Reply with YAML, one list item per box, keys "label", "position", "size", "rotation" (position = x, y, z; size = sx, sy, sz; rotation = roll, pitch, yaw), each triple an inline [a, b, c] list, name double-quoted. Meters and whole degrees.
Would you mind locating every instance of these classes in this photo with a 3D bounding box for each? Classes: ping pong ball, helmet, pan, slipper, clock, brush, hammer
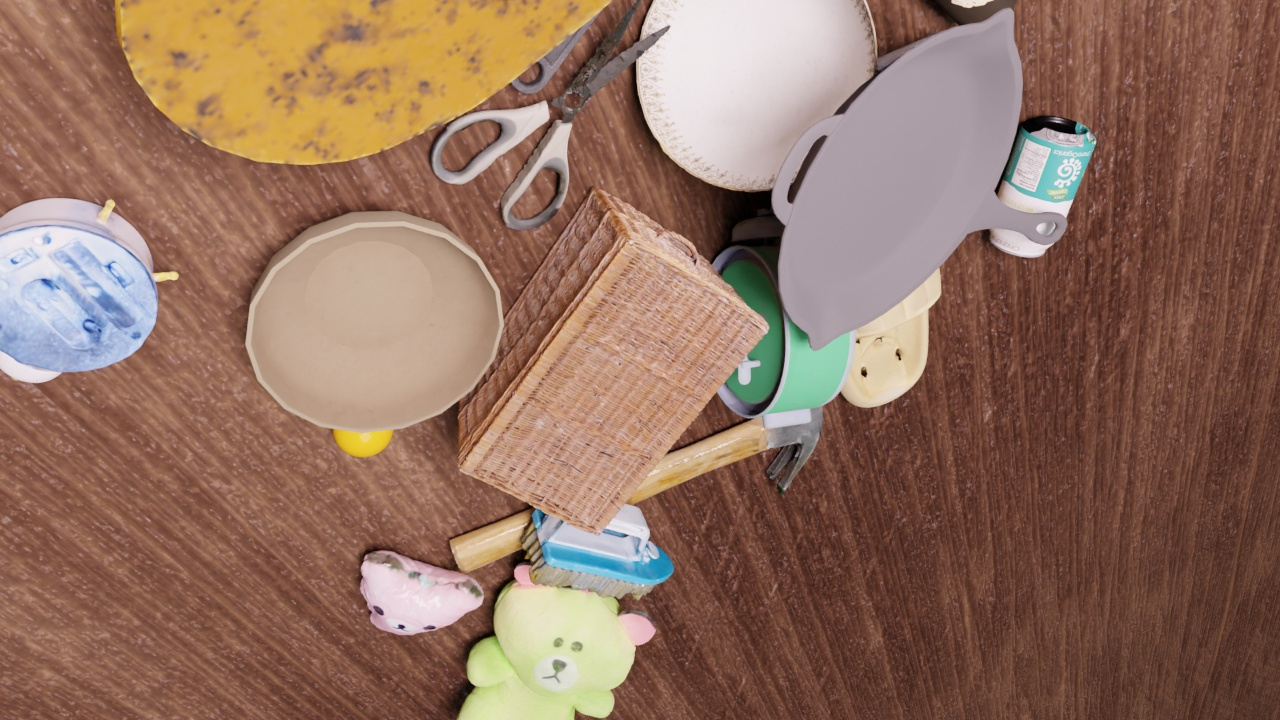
- label: "ping pong ball"
  position: [-0.190, 0.046, 0.629]
  size: [0.040, 0.040, 0.040]
  rotation: [-13, 129, -17]
- label: "helmet"
  position: [-0.119, -0.215, 0.403]
  size: [0.255, 0.131, 0.205]
  rotation: [-32, 163, -8]
- label: "pan"
  position: [0.192, -0.103, 0.581]
  size: [0.353, 0.024, 0.217]
  rotation: [0, 125, -45]
- label: "slipper"
  position: [0.193, -0.049, 0.718]
  size: [0.111, 0.079, 0.262]
  rotation: [-28, 132, -8]
- label: "clock"
  position: [-0.324, -0.035, 0.496]
  size: [0.125, 0.052, 0.089]
  rotation: [-28, 132, -4]
- label: "clock"
  position: [0.094, -0.040, 0.648]
  size: [0.075, 0.122, 0.162]
  rotation: [-6, 121, -23]
- label: "brush"
  position: [-0.023, 0.150, 0.739]
  size: [0.135, 0.055, 0.075]
  rotation: [22, 118, -35]
- label: "hammer"
  position: [0.002, 0.103, 0.773]
  size: [0.330, 0.033, 0.132]
  rotation: [-21, 132, -9]

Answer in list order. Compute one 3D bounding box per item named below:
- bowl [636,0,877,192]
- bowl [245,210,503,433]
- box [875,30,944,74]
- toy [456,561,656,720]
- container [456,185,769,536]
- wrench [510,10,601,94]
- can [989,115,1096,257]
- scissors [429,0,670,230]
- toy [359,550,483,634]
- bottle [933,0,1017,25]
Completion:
- label: "bowl"
  position: [0.075, -0.176, 0.552]
  size: [0.145, 0.145, 0.063]
  rotation: [-61, 163, 23]
- label: "bowl"
  position: [-0.166, -0.030, 0.575]
  size: [0.152, 0.050, 0.153]
  rotation: [-13, 129, -17]
- label: "box"
  position: [0.148, -0.168, 0.612]
  size: [0.146, 0.136, 0.084]
  rotation: [-31, 131, -35]
- label: "toy"
  position: [-0.079, 0.264, 0.815]
  size: [0.150, 0.107, 0.197]
  rotation: [26, 103, -13]
- label: "container"
  position: [-0.029, -0.002, 0.611]
  size: [0.113, 0.112, 0.199]
  rotation: [29, 109, -28]
- label: "wrench"
  position: [0.014, -0.261, 0.511]
  size: [0.073, 0.018, 0.274]
  rotation: [29, 110, -39]
- label: "can"
  position: [0.313, -0.136, 0.722]
  size: [0.054, 0.055, 0.102]
  rotation: [-8, 127, -21]
- label: "scissors"
  position: [-0.049, -0.143, 0.562]
  size: [0.164, 0.012, 0.150]
  rotation: [-17, 135, -7]
- label: "toy"
  position: [-0.185, 0.193, 0.736]
  size: [0.099, 0.052, 0.096]
  rotation: [23, 129, -18]
- label: "bottle"
  position: [0.163, -0.268, 0.557]
  size: [0.184, 0.045, 0.045]
  rotation: [24, 112, -35]
